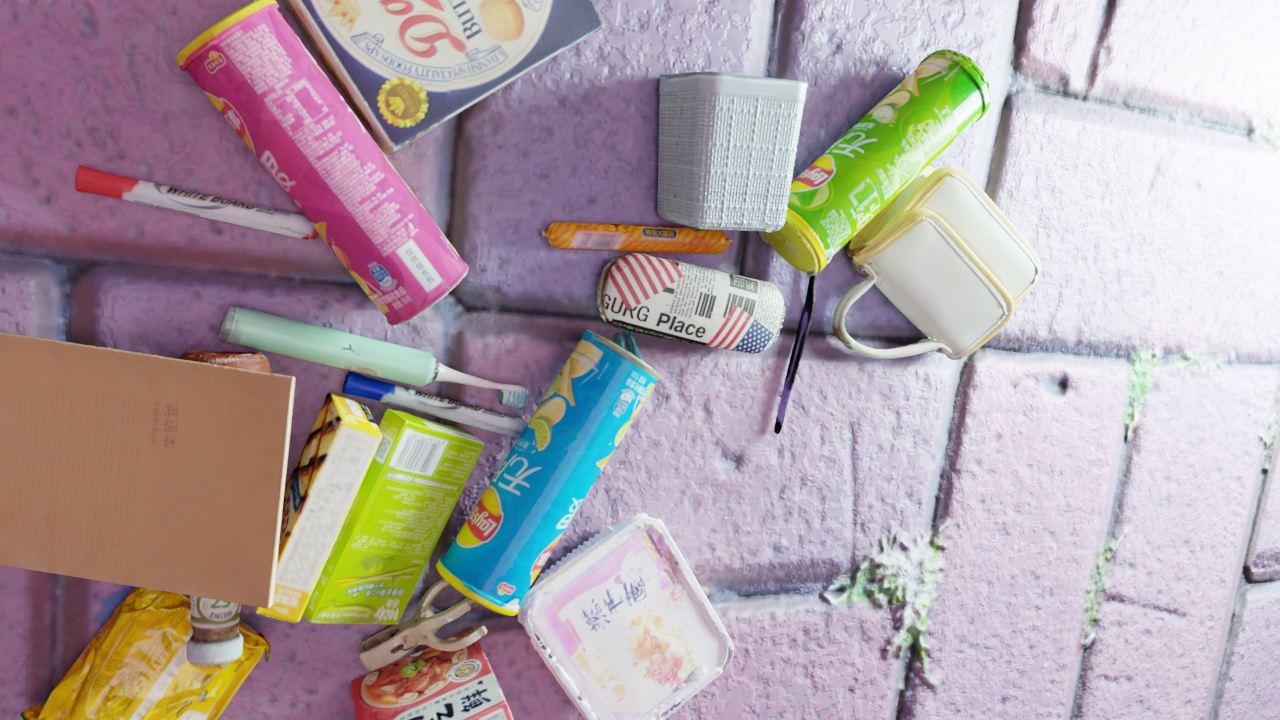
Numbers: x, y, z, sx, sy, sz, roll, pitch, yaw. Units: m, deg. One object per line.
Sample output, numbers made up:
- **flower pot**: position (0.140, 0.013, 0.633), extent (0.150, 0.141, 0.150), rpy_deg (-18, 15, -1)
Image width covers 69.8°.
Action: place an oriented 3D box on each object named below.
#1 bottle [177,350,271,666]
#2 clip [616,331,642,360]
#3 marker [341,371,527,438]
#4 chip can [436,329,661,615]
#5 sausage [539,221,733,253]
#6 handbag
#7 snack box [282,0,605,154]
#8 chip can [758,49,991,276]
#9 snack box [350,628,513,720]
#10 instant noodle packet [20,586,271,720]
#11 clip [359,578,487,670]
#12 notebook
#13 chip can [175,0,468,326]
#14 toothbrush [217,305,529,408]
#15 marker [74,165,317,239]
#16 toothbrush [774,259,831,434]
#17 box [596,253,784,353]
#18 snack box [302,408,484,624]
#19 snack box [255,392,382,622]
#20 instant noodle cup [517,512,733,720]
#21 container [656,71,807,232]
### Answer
- **bottle**: position (-0.280, 0.097, 0.609), extent (0.059, 0.060, 0.206), rpy_deg (2, 91, -23)
- **clip**: position (-0.008, 0.003, 0.746), extent (0.049, 0.015, 0.057), rpy_deg (-18, 107, -16)
- **marker**: position (-0.150, 0.035, 0.691), extent (0.145, 0.017, 0.017), rpy_deg (18, 94, -25)
- **chip can**: position (-0.068, 0.083, 0.692), extent (0.071, 0.071, 0.210), rpy_deg (34, 86, -25)
- **sausage**: position (0.000, -0.096, 0.723), extent (0.165, 0.021, 0.021), rpy_deg (-1, 101, -23)
- **handbag**: position (0.257, -0.067, 0.821), extent (0.163, 0.063, 0.178), rpy_deg (39, 88, -23)
- **snack box**: position (-0.143, -0.262, 0.614), extent (0.182, 0.046, 0.178), rpy_deg (-36, 112, -13)
- **chip can**: position (0.197, -0.168, 0.764), extent (0.221, 0.072, 0.072), rpy_deg (-42, 114, -9)
- **snack box**: position (-0.166, 0.268, 0.681), extent (0.127, 0.113, 0.044), rpy_deg (-22, 110, -18)
- **instant noodle packet**: position (-0.338, 0.222, 0.637), extent (0.111, 0.044, 0.128), rpy_deg (40, 81, -18)
- **clip**: position (-0.164, 0.200, 0.718), extent (0.102, 0.094, 0.035), rpy_deg (-19, 114, 22)
- **notebook**: position (-0.326, 0.067, 0.576), extent (0.211, 0.012, 0.149), rpy_deg (9, 97, 3)
- **chip can**: position (-0.203, -0.124, 0.605), extent (0.071, 0.071, 0.210), rpy_deg (-39, 114, -11)
- **toothbrush**: position (-0.184, 0.000, 0.664), extent (0.224, 0.027, 0.027), rpy_deg (15, 73, -25)
- **marker**: position (-0.287, -0.102, 0.603), extent (0.145, 0.017, 0.017), rpy_deg (10, 97, -25)
- **toothbrush**: position (0.144, -0.026, 0.805), extent (0.016, 0.014, 0.189), rpy_deg (8, 99, -37)
- **box**: position (0.041, -0.046, 0.745), extent (0.164, 0.059, 0.072), rpy_deg (12, 116, -24)
- **snack box**: position (-0.181, 0.118, 0.670), extent (0.085, 0.026, 0.156), rpy_deg (24, 91, -54)
- **snack box**: position (-0.225, 0.098, 0.634), extent (0.033, 0.087, 0.140), rpy_deg (22, 93, -26)
- **instant noodle cup**: position (-0.016, 0.217, 0.764), extent (0.138, 0.060, 0.173), rpy_deg (-34, 111, -13)
- **container**: position (0.064, -0.159, 0.703), extent (0.090, 0.090, 0.111), rpy_deg (-2, 106, -23)
